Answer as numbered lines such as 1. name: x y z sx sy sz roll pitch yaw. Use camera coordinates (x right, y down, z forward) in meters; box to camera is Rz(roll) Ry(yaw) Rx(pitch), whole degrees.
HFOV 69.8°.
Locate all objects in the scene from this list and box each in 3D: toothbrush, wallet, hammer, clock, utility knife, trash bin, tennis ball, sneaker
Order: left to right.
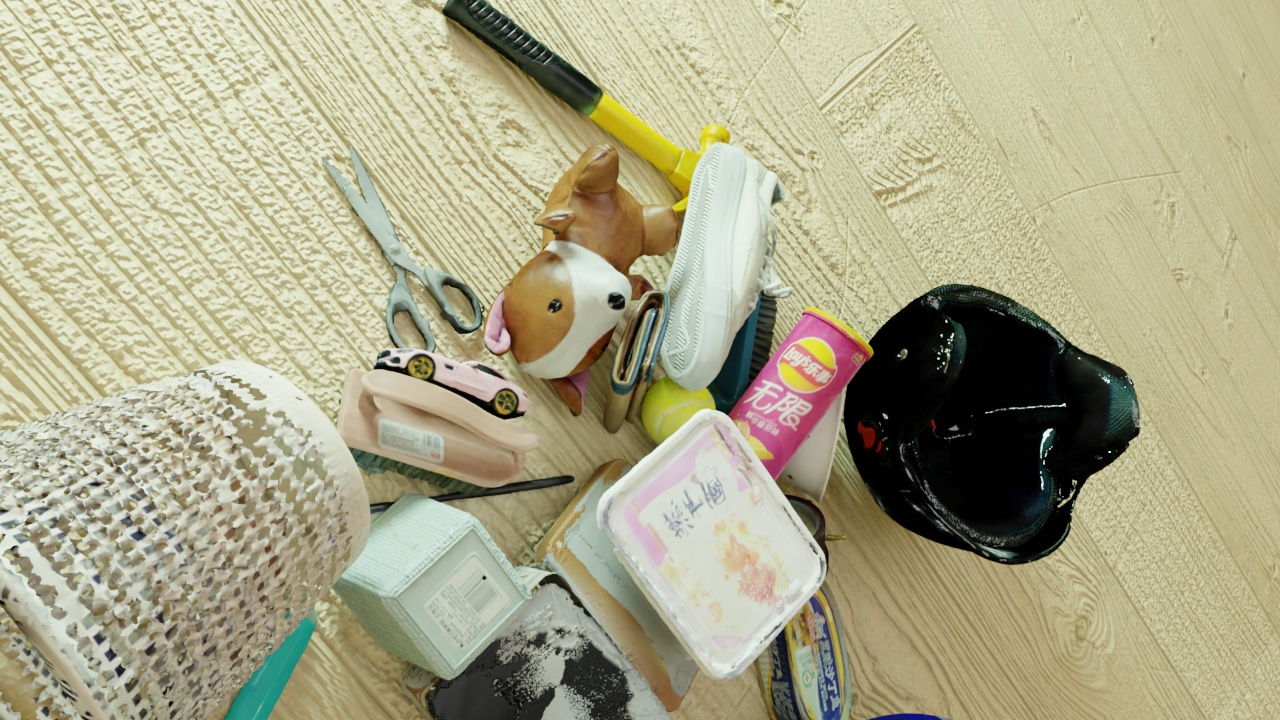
1. trash bin: -0.270 0.105 0.511 0.191 0.228 0.227 -40 103 -46
2. utility knife: -0.255 0.225 0.602 0.029 0.013 0.151 34 65 -21
3. toothbrush: -0.129 0.106 0.711 0.180 0.016 0.018 -6 89 -34
4. hammer: -0.044 -0.235 0.836 0.300 0.033 0.128 32 62 -25
5. wallet: -0.005 0.004 0.760 0.033 0.115 0.090 20 64 1
6. tennis ball: 0.033 0.045 0.804 0.065 0.066 0.065 8 75 -33
7. sneaker: 0.081 -0.076 0.815 0.090 0.090 0.241 21 64 -20
8. clock: 0.116 0.168 0.819 0.121 0.082 0.055 -17 124 -18

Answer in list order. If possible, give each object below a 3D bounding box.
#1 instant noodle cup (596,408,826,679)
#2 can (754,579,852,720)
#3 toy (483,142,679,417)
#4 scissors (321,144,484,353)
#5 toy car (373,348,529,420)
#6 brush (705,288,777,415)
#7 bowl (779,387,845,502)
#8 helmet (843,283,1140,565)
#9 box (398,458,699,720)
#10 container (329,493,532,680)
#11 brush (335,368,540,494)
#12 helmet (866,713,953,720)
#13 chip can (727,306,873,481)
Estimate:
1. instant noodle cup: 0.048 0.141 0.714 0.137 0.060 0.173 -39 99 -24
2. can: 0.148 0.268 0.842 0.074 0.049 0.148 -3 81 -35
3. toy: -0.046 -0.065 0.749 0.140 0.131 0.199 40 69 -32
4. scissors: -0.193 -0.079 0.711 0.168 0.014 0.156 26 65 -27
5. toy car: -0.141 0.016 0.698 0.122 0.056 0.037 25 66 -30
6. brush: 0.083 -0.016 0.858 0.073 0.055 0.143 22 68 -29
7. bowl: 0.150 0.070 0.869 0.065 0.118 0.118 12 68 7
8. helmet: 0.313 0.064 0.890 0.233 0.231 0.274 15 70 -15
9. box: -0.034 0.216 0.710 0.259 0.105 0.179 -41 103 -28
10. container: -0.142 0.152 0.623 0.089 0.112 0.090 -42 110 -27
11. brush: -0.147 0.054 0.669 0.145 0.073 0.063 23 39 -29
12. helmet: 0.202 0.426 0.730 0.314 0.248 0.240 -26 90 -25
13. chip can: 0.111 0.056 0.798 0.071 0.071 0.210 39 87 -21
